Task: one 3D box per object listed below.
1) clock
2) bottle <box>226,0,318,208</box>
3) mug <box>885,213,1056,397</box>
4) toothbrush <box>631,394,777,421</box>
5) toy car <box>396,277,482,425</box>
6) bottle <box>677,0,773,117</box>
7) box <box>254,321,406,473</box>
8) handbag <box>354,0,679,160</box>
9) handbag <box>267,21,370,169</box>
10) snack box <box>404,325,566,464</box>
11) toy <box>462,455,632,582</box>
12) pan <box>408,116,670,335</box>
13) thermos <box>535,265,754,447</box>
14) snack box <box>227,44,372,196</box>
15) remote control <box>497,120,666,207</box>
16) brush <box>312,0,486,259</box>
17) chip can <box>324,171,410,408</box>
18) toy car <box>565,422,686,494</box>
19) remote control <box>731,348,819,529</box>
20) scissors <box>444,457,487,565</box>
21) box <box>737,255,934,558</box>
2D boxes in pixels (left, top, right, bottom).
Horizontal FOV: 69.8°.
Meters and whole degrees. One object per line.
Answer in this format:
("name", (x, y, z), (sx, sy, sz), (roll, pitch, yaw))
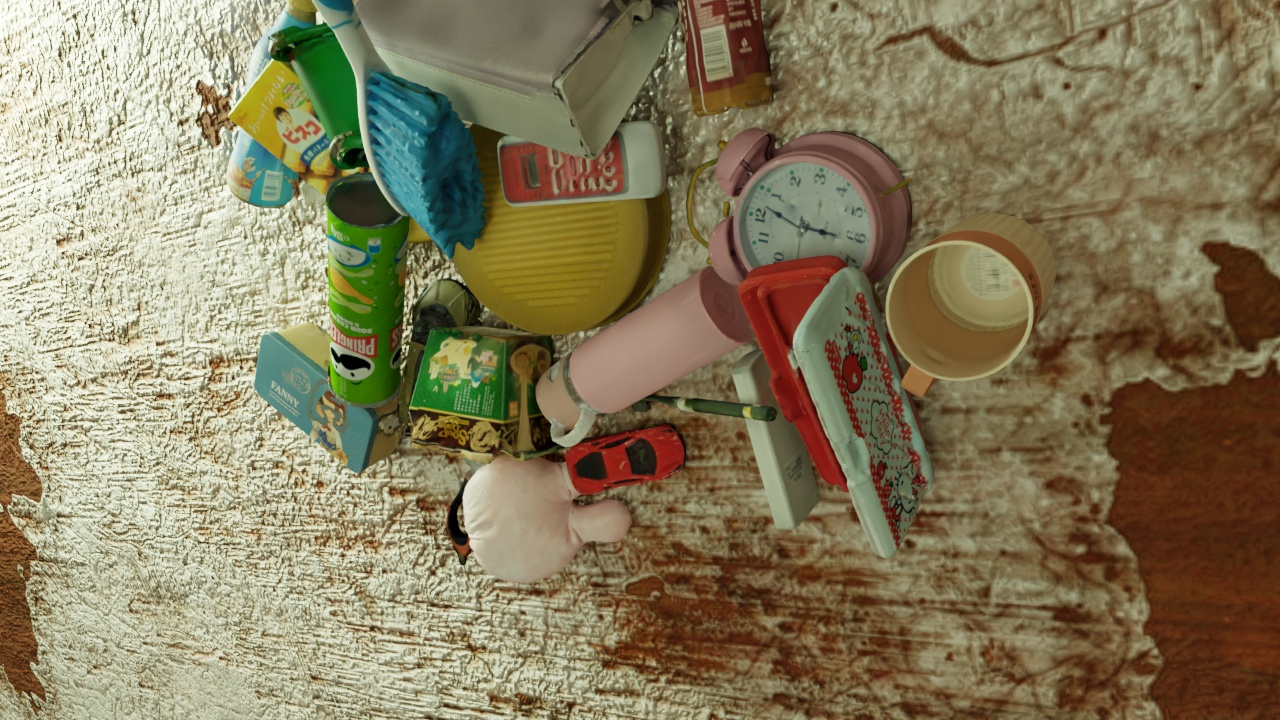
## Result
("clock", (0.104, -0.099, 0.638), (0.159, 0.059, 0.117), (18, 119, 26))
("bottle", (-0.337, -0.247, 0.859), (0.065, 0.065, 0.219), (39, 124, 14))
("mug", (0.202, -0.031, 0.573), (0.082, 0.105, 0.115), (32, 123, 19))
("toothbrush", (0.043, 0.038, 0.717), (0.186, 0.012, 0.017), (3, 119, 57))
("toy car", (-0.194, -0.001, 0.874), (0.070, 0.042, 0.158), (21, 108, 24))
("bottle", (0.050, -0.256, 0.613), (0.058, 0.057, 0.175), (0, 108, 33))
("box", (-0.330, 0.033, 0.968), (0.184, 0.061, 0.090), (31, 121, 17))
("handbag", (-0.088, -0.240, 0.664), (0.197, 0.098, 0.144), (25, 75, 24))
("handbag", (-0.231, -0.224, 0.767), (0.068, 0.119, 0.131), (-26, 93, 40))
("snack box", (-0.132, 0.024, 0.812), (0.118, 0.117, 0.105), (9, 98, 23))
("toy", (-0.088, 0.141, 0.848), (0.160, 0.054, 0.121), (-15, 95, 14))
("pan", (-0.137, -0.120, 0.795), (0.358, 0.078, 0.198), (-1, 105, 26))
("thermos", (-0.004, 0.004, 0.734), (0.199, 0.087, 0.067), (-30, 127, 35))
("snack box", (-0.285, -0.202, 0.823), (0.087, 0.033, 0.140), (-30, 119, 33))
("remote control", (-0.046, -0.146, 0.685), (0.136, 0.020, 0.056), (1, 106, 26))
("brush", (-0.176, -0.193, 0.623), (0.109, 0.060, 0.315), (34, 155, 17))
("chip can", (-0.251, -0.056, 0.839), (0.072, 0.072, 0.237), (36, 138, 16))
("toy car", (-0.013, 0.085, 0.791), (0.106, 0.031, 0.049), (-13, 95, 14))
("remote control", (0.104, 0.058, 0.703), (0.019, 0.056, 0.135), (-10, 103, 35))
("scissors", (-0.149, 0.119, 0.912), (0.189, 0.015, 0.223), (15, 113, 26))
("box", (0.129, 0.036, 0.611), (0.095, 0.101, 0.201), (-6, 127, 32))
